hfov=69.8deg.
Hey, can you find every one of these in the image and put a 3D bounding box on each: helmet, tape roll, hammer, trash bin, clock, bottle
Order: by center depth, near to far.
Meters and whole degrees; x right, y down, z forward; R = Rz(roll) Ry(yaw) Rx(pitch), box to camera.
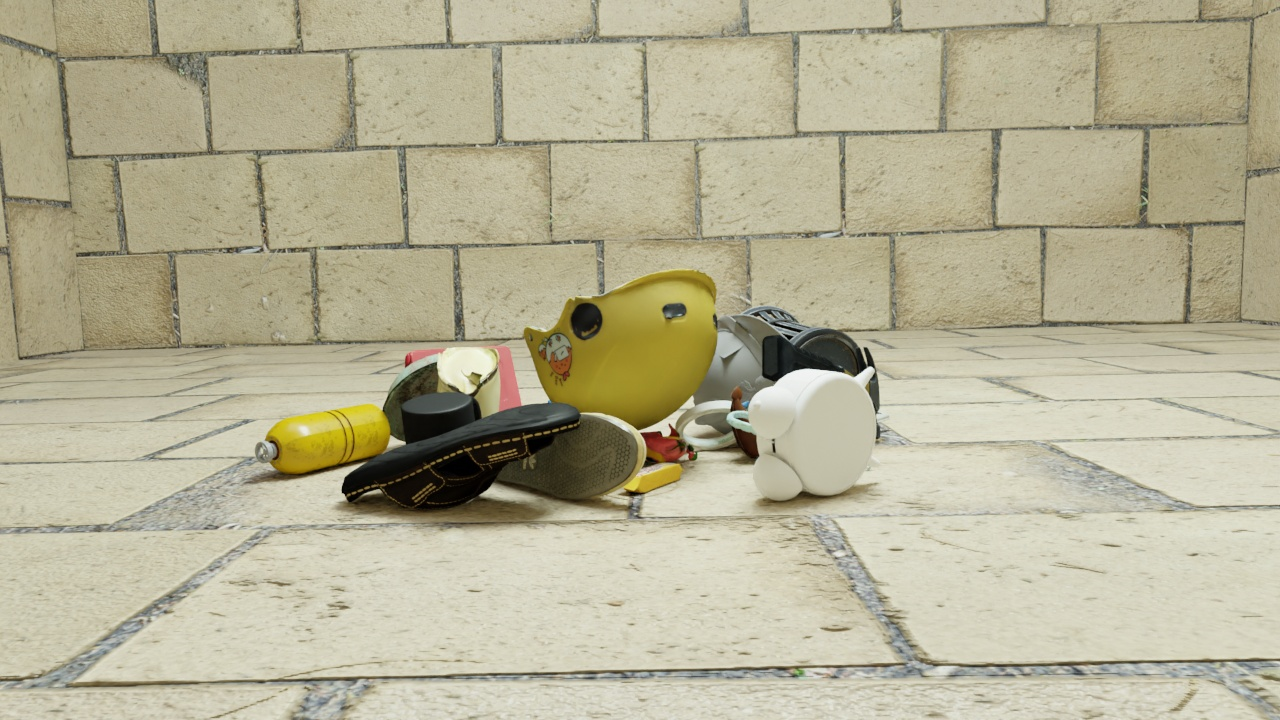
[{"bbox_3d":[0.174,0.073,0.943,0.160,0.125,0.073,-12,11,-35],"label":"clock"},{"bbox_3d":[-0.006,0.006,1.071,0.241,0.139,0.208,-27,-24,34],"label":"helmet"},{"bbox_3d":[0.223,0.019,1.088,0.025,0.117,0.332,-5,-12,32],"label":"hammer"},{"bbox_3d":[-0.393,0.099,1.124,0.071,0.071,0.163,2,7,32],"label":"bottle"},{"bbox_3d":[0.090,0.082,1.141,0.093,0.013,0.093,-5,-37,-4],"label":"tape roll"},{"bbox_3d":[0.125,0.046,1.210,0.117,0.183,0.271,-39,3,-14],"label":"helmet"},{"bbox_3d":[0.244,0.005,1.470,0.164,0.164,0.227,-3,10,-16],"label":"trash bin"}]

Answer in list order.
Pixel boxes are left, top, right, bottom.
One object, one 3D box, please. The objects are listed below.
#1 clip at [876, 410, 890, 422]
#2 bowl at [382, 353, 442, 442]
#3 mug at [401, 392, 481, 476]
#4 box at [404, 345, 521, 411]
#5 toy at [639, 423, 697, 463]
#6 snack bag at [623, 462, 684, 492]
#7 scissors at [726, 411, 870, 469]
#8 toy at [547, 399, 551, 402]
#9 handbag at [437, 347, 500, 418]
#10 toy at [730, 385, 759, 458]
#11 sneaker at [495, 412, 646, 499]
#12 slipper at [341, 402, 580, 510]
[{"bbox_3d":[0.260,0.074,1.288,0.143,0.073,0.124,14,12,43],"label":"clip"},{"bbox_3d":[-0.275,0.045,1.236,0.157,0.158,0.038,-5,45,-34],"label":"bowl"},{"bbox_3d":[-0.216,0.083,1.043,0.078,0.088,0.113,3,17,22],"label":"mug"},{"bbox_3d":[-0.271,0.056,1.386,0.157,0.154,0.168,-4,27,-19],"label":"box"},{"bbox_3d":[0.014,0.104,1.101,0.103,0.046,0.084,-7,18,-2],"label":"toy"},{"bbox_3d":[0.013,0.125,0.990,0.026,0.020,0.099,1,6,36],"label":"snack bag"},{"bbox_3d":[0.176,0.093,1.044,0.174,0.022,0.171,23,27,22],"label":"scissors"},{"bbox_3d":[-0.106,0.078,1.238,0.071,0.112,0.177,20,-18,-5],"label":"toy"},{"bbox_3d":[-0.216,0.053,1.150,0.081,0.119,0.111,0,26,-10],"label":"handbag"},{"bbox_3d":[0.152,0.067,1.107,0.090,0.103,0.071,-26,15,-18],"label":"toy"},{"bbox_3d":[-0.068,0.101,0.996,0.102,0.089,0.242,5,-4,-45],"label":"sneaker"},{"bbox_3d":[-0.180,0.107,0.927,0.268,0.076,0.112,-19,7,17],"label":"slipper"}]
